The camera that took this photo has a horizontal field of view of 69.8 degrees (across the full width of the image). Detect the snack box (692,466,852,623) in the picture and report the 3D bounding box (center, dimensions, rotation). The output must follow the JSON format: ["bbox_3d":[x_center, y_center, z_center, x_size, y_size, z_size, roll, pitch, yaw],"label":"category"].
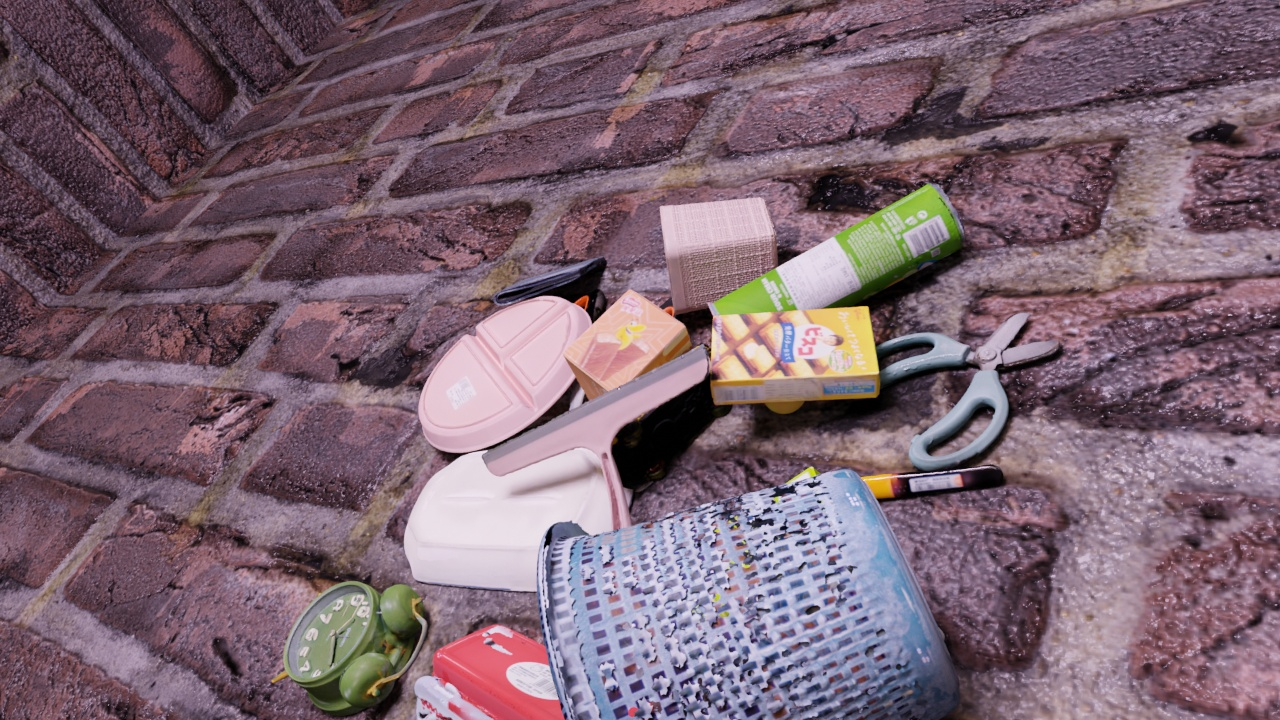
[{"bbox_3d":[0.085,0.156,0.689,0.157,0.026,0.085,-38,38,17],"label":"snack box"}]

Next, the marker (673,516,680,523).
[{"bbox_3d":[-0.005,0.190,0.758,0.017,0.017,0.145,11,56,44],"label":"marker"}]

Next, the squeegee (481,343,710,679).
[{"bbox_3d":[-0.020,0.147,0.756,0.248,0.040,0.249,-26,56,24],"label":"squeegee"}]

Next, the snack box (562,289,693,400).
[{"bbox_3d":[-0.005,0.005,0.882,0.094,0.093,0.077,-45,57,-14],"label":"snack box"}]

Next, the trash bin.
[{"bbox_3d":[0.073,0.171,0.558,0.195,0.227,0.226,-23,38,7],"label":"trash bin"}]

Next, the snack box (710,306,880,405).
[{"bbox_3d":[0.131,-0.004,0.794,0.140,0.034,0.086,-1,43,8],"label":"snack box"}]

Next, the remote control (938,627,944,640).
[{"bbox_3d":[0.148,0.169,0.658,0.058,0.021,0.150,-45,37,0],"label":"remote control"}]

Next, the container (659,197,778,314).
[{"bbox_3d":[0.082,-0.111,0.948,0.111,0.090,0.089,-8,39,3],"label":"container"}]

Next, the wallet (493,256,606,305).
[{"bbox_3d":[-0.110,-0.100,1.123,0.121,0.019,0.097,-15,12,21],"label":"wallet"}]

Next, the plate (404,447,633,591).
[{"bbox_3d":[-0.130,0.142,0.892,0.266,0.034,0.161,-5,46,34],"label":"plate"}]

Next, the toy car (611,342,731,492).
[{"bbox_3d":[0.025,0.051,0.843,0.155,0.071,0.041,-46,40,-13],"label":"toy car"}]

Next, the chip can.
[{"bbox_3d":[0.183,-0.079,0.864,0.236,0.072,0.072,-29,37,8],"label":"chip can"}]

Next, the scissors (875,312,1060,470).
[{"bbox_3d":[0.251,0.027,0.741,0.171,0.019,0.180,-12,42,26],"label":"scissors"}]

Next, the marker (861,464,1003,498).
[{"bbox_3d":[0.211,0.093,0.700,0.124,0.018,0.015,-11,9,28],"label":"marker"}]

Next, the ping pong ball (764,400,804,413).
[{"bbox_3d":[0.127,0.027,0.815,0.040,0.040,0.040,-21,39,18],"label":"ping pong ball"}]

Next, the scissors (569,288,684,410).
[{"bbox_3d":[-0.047,-0.006,1.006,0.221,0.022,0.233,-25,38,21],"label":"scissors"}]

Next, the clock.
[{"bbox_3d":[-0.258,0.261,0.842,0.162,0.056,0.115,-8,46,31],"label":"clock"}]

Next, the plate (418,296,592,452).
[{"bbox_3d":[-0.157,0.007,1.033,0.230,0.028,0.229,-23,36,18],"label":"plate"}]

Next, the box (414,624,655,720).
[{"bbox_3d":[-0.085,0.288,0.696,0.102,0.100,0.202,-14,16,-43],"label":"box"}]
